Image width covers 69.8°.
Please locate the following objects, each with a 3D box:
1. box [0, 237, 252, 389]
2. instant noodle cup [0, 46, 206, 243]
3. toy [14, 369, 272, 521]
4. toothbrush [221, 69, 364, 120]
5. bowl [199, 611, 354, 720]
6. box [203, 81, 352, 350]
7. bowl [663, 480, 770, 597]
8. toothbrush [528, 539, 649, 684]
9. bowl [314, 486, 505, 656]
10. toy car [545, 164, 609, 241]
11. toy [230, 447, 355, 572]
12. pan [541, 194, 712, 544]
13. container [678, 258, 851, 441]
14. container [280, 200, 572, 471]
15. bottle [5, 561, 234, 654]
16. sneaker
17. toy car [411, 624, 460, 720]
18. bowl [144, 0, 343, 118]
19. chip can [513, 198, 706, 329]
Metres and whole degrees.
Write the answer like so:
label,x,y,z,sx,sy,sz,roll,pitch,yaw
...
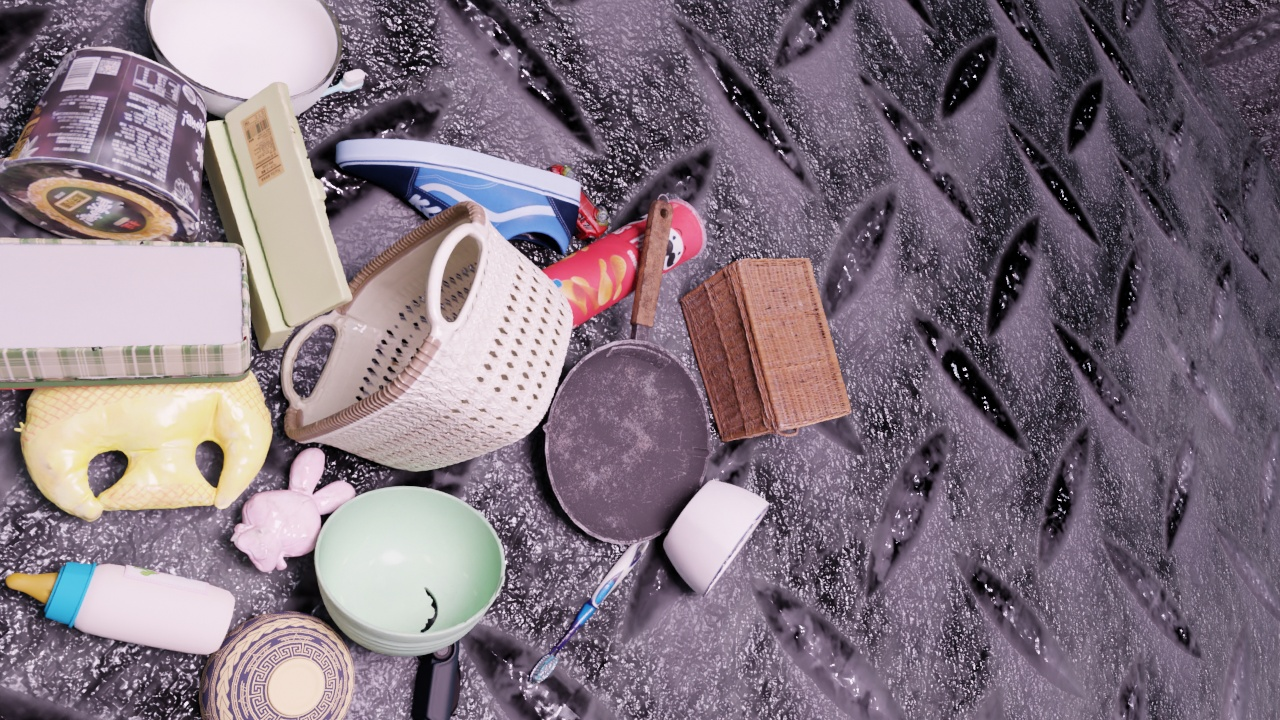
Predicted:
label,x,y,z,sx,sy,sz,roll,pitch,yaw
box,-0.393,-0.034,0.664,0.205,0.050,0.117,-4,52,-23
instant noodle cup,-0.394,-0.160,0.694,0.137,0.138,0.112,16,66,-30
toy,-0.370,0.041,0.693,0.170,0.065,0.154,-2,72,-32
toothbrush,-0.329,-0.234,0.844,0.180,0.017,0.016,-37,93,-36
bowl,-0.269,0.248,0.698,0.112,0.061,0.112,12,69,-32
box,-0.306,-0.113,0.747,0.043,0.141,0.187,-13,84,-53
bowl,0.073,0.175,0.935,0.066,0.117,0.116,36,53,14
toothbrush,-0.045,0.237,0.886,0.016,0.017,0.188,50,54,-10
bowl,-0.191,0.181,0.750,0.151,0.077,0.150,13,36,-10
toy car,-0.072,-0.169,0.985,0.036,0.042,0.091,-41,102,-26
toy,-0.281,0.123,0.742,0.063,0.047,0.109,52,42,-14
pan,-0.006,0.005,0.933,0.207,0.040,0.356,13,80,-36
container,0.137,-0.010,1.032,0.113,0.113,0.198,-9,80,-37
container,-0.173,-0.007,0.745,0.143,0.247,0.184,34,55,-32
bottle,-0.372,0.173,0.658,0.146,0.051,0.051,23,63,-27
sneaker,-0.172,-0.147,0.886,0.241,0.083,0.098,9,88,-27
toy car,-0.170,0.276,0.768,0.034,0.046,0.112,16,65,-27
bowl,-0.343,-0.267,0.799,0.153,0.073,0.153,10,63,-21
chip can,-0.030,-0.098,0.973,0.232,0.073,0.073,-34,95,-36
